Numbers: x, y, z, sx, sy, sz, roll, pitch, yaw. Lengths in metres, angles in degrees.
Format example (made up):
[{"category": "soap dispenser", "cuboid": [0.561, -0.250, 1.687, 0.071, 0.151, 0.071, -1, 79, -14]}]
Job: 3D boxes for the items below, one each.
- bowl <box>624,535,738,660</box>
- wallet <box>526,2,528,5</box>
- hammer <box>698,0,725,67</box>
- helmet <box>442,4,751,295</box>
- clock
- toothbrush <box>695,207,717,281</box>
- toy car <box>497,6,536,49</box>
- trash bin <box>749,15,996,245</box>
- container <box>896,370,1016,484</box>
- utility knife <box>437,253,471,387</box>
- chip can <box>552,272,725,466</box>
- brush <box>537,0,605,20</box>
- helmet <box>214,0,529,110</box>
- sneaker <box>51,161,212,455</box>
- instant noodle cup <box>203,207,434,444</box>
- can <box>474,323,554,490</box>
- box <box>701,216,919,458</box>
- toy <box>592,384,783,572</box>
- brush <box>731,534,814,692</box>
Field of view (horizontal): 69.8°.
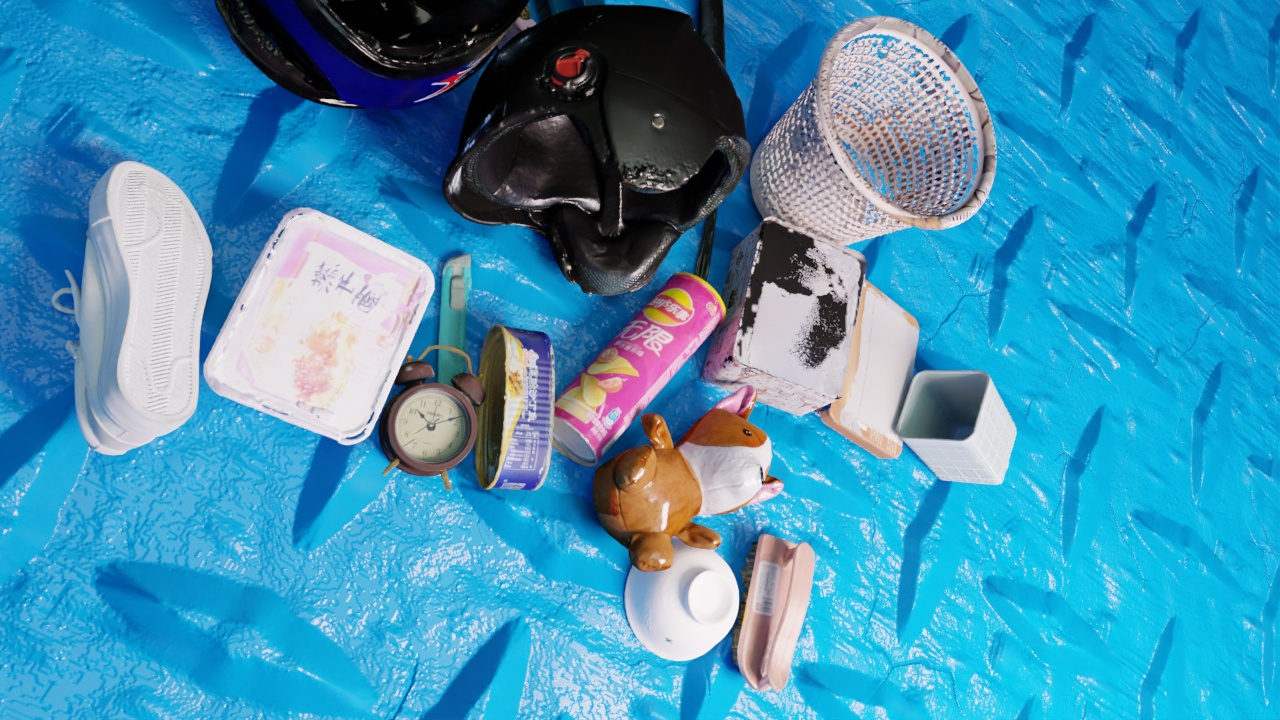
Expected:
[{"category": "bowl", "cuboid": [0.052, 0.223, 0.865, 0.118, 0.065, 0.118, 7, 74, -25]}, {"category": "wallet", "cuboid": [-0.148, -0.432, 0.948, 0.090, 0.033, 0.115, 15, 75, -23]}, {"category": "hammer", "cuboid": [0.082, -0.418, 1.056, 0.128, 0.033, 0.300, 7, 75, -24]}, {"category": "helmet", "cuboid": [-0.039, -0.201, 0.827, 0.274, 0.234, 0.230, 0, 69, -12]}, {"category": "clock", "cuboid": [-0.180, 0.046, 0.793, 0.082, 0.055, 0.121, 16, 78, -16]}, {"category": "toothbrush", "cuboid": [0.081, -0.162, 1.003, 0.015, 0.018, 0.180, 20, 71, -24]}, {"category": "toy car", "cuboid": [-0.108, -0.305, 0.922, 0.122, 0.056, 0.037, 46, 55, -9]}, {"category": "trash bin", "cuboid": [0.229, -0.217, 0.986, 0.227, 0.193, 0.227, 7, 74, -25]}, {"category": "container", "cuboid": [0.358, 0.079, 1.025, 0.111, 0.090, 0.089, 45, 59, -36]}, {"category": "utility knife", "cuboid": [-0.171, -0.029, 0.846, 0.029, 0.013, 0.151, 5, 76, -22]}, {"category": "chip can", "cuboid": [-0.005, 0.005, 0.887, 0.071, 0.072, 0.210, 47, 63, -9]}, {"category": "brush", "cuboid": [-0.063, -0.352, 0.945, 0.055, 0.074, 0.144, -14, 83, -33]}, {"category": "helmet", "cuboid": [-0.232, -0.324, 0.754, 0.247, 0.241, 0.314, 50, 50, -30]}, {"category": "sneaker", "cuboid": [-0.395, -0.040, 0.710, 0.089, 0.091, 0.242, 23, 45, -51]}, {"category": "instant noodle cup", "cuboid": [-0.268, -0.025, 0.772, 0.138, 0.060, 0.173, 26, 66, -19]}, {"category": "can", "cuboid": [-0.113, 0.043, 0.823, 0.049, 0.075, 0.148, 8, 75, -28]}, {"category": "box", "cuboid": [0.207, -0.019, 0.992, 0.260, 0.105, 0.178, 22, 68, -14]}, {"category": "toy", "cuboid": [0.055, 0.108, 0.868, 0.199, 0.131, 0.140, -18, 104, -38]}, {"category": "brush", "cuboid": [0.130, 0.247, 0.894, 0.063, 0.073, 0.145, 23, 70, -21]}]
